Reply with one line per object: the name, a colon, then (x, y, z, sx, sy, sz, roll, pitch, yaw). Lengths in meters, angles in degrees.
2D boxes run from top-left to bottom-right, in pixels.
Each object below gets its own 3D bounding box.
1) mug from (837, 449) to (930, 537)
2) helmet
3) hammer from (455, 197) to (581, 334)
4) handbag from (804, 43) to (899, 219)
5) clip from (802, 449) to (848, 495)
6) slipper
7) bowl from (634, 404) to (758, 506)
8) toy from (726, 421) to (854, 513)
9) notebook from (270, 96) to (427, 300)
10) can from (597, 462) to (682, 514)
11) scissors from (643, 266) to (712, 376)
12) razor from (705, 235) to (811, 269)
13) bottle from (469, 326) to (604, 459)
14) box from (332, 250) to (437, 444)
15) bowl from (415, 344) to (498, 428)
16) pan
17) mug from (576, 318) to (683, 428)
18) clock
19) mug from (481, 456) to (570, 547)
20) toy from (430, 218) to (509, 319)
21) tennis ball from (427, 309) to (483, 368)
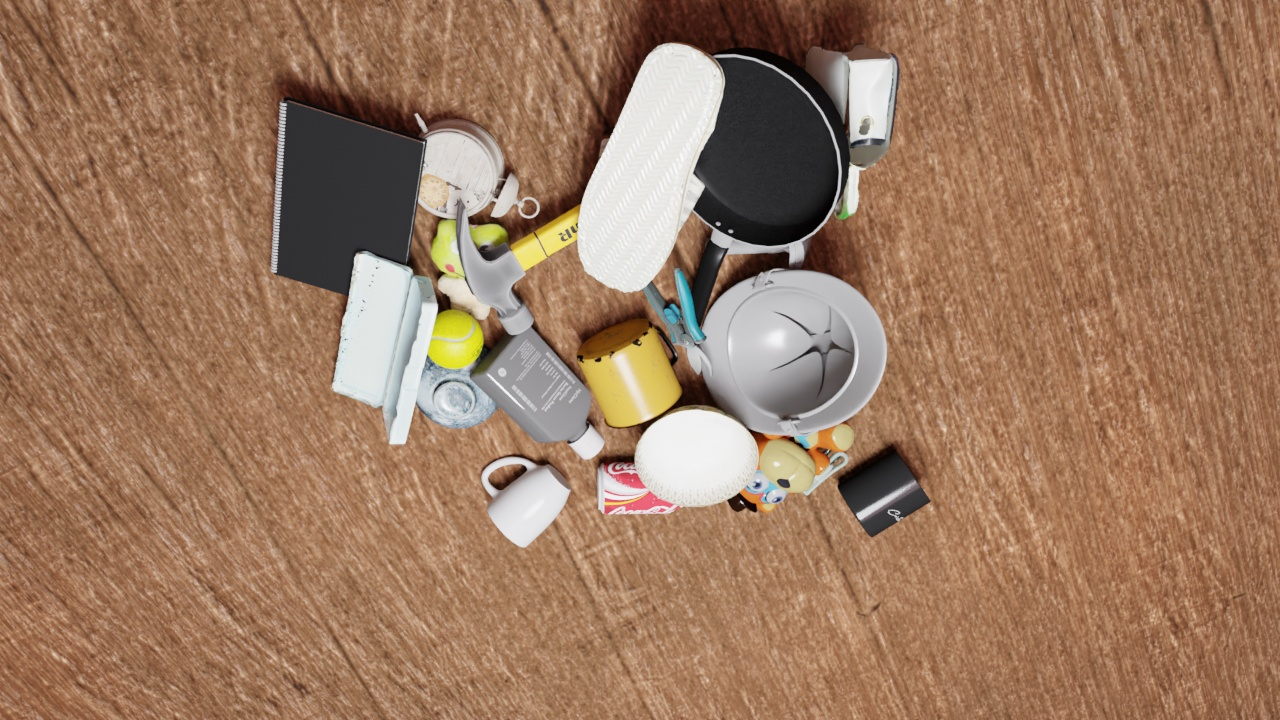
mug: (0.316, 0.178, 1.176, 0.088, 0.078, 0.113, -34, 137, 10)
helmet: (0.195, -0.016, 1.038, 0.117, 0.272, 0.183, -11, 91, -39)
hammer: (-0.050, -0.165, 0.996, 0.324, 0.034, 0.170, -31, 132, -2)
handbag: (0.204, -0.232, 0.951, 0.074, 0.151, 0.176, -3, 113, -3)
clip: (0.232, 0.139, 1.174, 0.023, 0.042, 0.076, 41, 105, -20)
slipper: (0.010, -0.190, 0.927, 0.114, 0.053, 0.273, 20, 128, -1)
bowl: (0.064, 0.100, 1.089, 0.145, 0.063, 0.145, 0, 122, -1)
toy: (0.173, 0.119, 1.132, 0.112, 0.096, 0.176, 36, 117, -24)
notebook: (-0.316, -0.161, 0.980, 0.149, 0.016, 0.207, 17, 124, -4)
can: (0.000, 0.159, 1.144, 0.105, 0.064, 0.064, 0, 112, -4)
scissors: (0.045, -0.051, 1.068, 0.156, 0.019, 0.125, 38, 141, 8)
razor: (0.131, -0.130, 1.039, 0.116, 0.088, 0.047, 1, 110, 16)
bottle: (-0.110, 0.047, 1.079, 0.174, 0.046, 0.083, 48, 59, -21)
box: (-0.286, -0.012, 1.028, 0.126, 0.074, 0.198, 26, 121, 8)
bowl: (-0.217, 0.035, 1.079, 0.114, 0.060, 0.114, -1, 112, -3)
pan: (0.099, -0.162, 0.968, 0.204, 0.044, 0.357, 33, 142, 15)
mug: (-0.006, 0.006, 1.070, 0.123, 0.101, 0.094, -38, 114, -32)
clock: (-0.182, -0.193, 0.986, 0.157, 0.061, 0.103, 25, 109, -12)
mug: (-0.145, 0.162, 1.141, 0.089, 0.071, 0.107, -43, 82, 4)
toy: (-0.190, -0.101, 1.034, 0.092, 0.043, 0.118, 5, 114, -10)
tennis ball: (-0.209, -0.023, 1.028, 0.065, 0.065, 0.065, -2, 112, -4)
